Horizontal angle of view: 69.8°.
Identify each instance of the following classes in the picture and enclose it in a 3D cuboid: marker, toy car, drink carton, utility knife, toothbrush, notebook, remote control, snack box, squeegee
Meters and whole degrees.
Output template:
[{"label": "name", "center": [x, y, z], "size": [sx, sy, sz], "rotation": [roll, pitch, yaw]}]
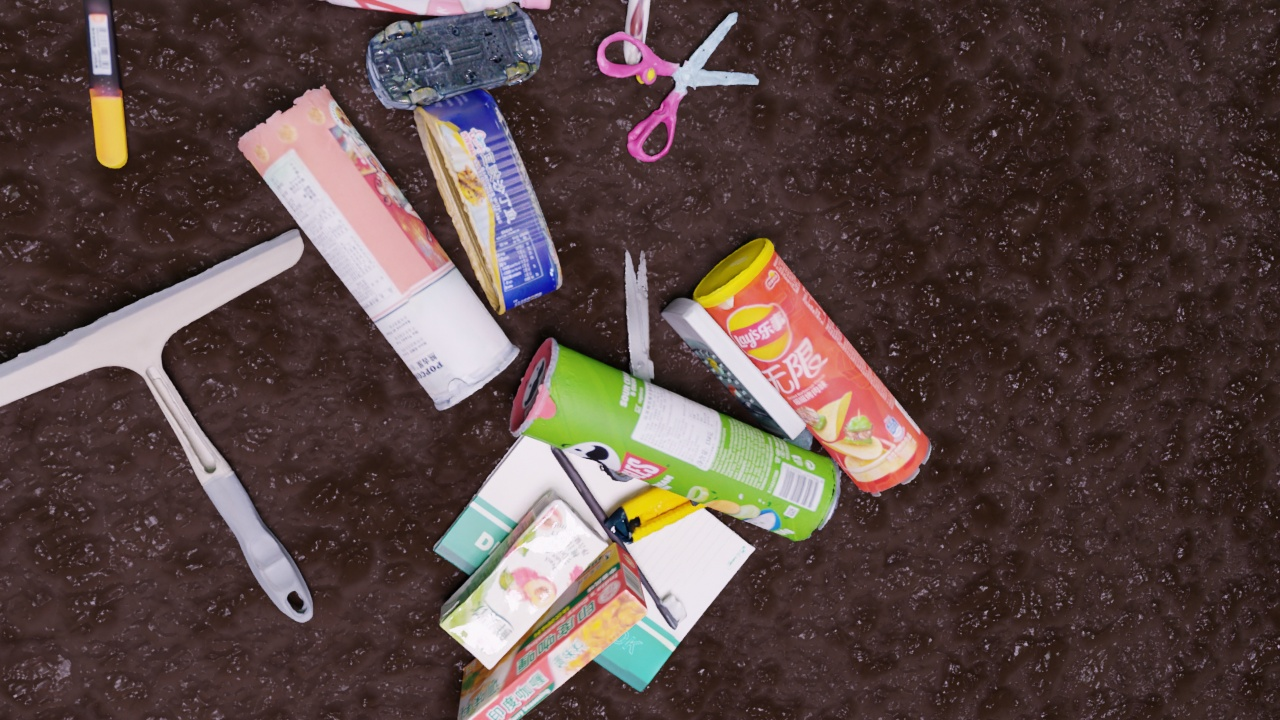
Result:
[{"label": "marker", "center": [-0.343, -0.186, 0.587], "size": [0.018, 0.015, 0.124], "rotation": [-5, 95, -16]}, {"label": "toy car", "center": [-0.127, -0.208, 0.631], "size": [0.120, 0.037, 0.054], "rotation": [-22, 95, -21]}, {"label": "drink carton", "center": [-0.086, 0.157, 0.667], "size": [0.053, 0.045, 0.122], "rotation": [44, 86, -11]}, {"label": "utility knife", "center": [0.061, 0.093, 0.714], "size": [0.196, 0.015, 0.033], "rotation": [-22, 104, -22]}, {"label": "toothbrush", "center": [-0.016, 0.134, 0.698], "size": [0.018, 0.016, 0.181], "rotation": [-38, 106, -14]}, {"label": "toothbrush", "center": [0.007, -0.306, 0.651], "size": [0.016, 0.017, 0.188], "rotation": [6, 104, -11]}, {"label": "notebook", "center": [-0.031, 0.145, 0.711], "size": [0.209, 0.012, 0.150], "rotation": [39, 86, -16]}, {"label": "remote control", "center": [0.069, 0.006, 0.698], "size": [0.019, 0.056, 0.135], "rotation": [-45, 106, -8]}, {"label": "snack box", "center": [-0.065, 0.203, 0.660], "size": [0.156, 0.077, 0.027], "rotation": [-40, 105, 4]}, {"label": "squeegee", "center": [-0.288, 0.074, 0.621], "size": [0.245, 0.039, 0.247], "rotation": [-33, 110, -27]}]

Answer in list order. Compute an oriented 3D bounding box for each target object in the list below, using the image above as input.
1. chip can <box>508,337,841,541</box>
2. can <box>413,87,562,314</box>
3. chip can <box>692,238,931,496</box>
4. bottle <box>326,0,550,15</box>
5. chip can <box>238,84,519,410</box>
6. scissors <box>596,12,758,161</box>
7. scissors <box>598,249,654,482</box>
[{"label": "chip can", "center": [0.028, 0.061, 0.657], "size": [0.236, 0.072, 0.072], "rotation": [23, 90, -17]}, {"label": "can", "center": [-0.103, -0.108, 0.629], "size": [0.049, 0.075, 0.148], "rotation": [-24, 103, -15]}, {"label": "chip can", "center": [0.135, 0.007, 0.708], "size": [0.073, 0.073, 0.216], "rotation": [-45, 106, -6]}, {"label": "bottle", "center": [-0.155, -0.260, 0.590], "size": [0.197, 0.068, 0.068], "rotation": [4, 95, -9]}, {"label": "chip can", "center": [-0.173, -0.072, 0.616], "size": [0.071, 0.071, 0.215], "rotation": [-37, 104, -8]}, {"label": "scissors", "center": [0.029, -0.202, 0.682], "size": [0.133, 0.017, 0.124], "rotation": [-4, 106, -23]}, {"label": "scissors", "center": [0.008, 0.007, 0.700], "size": [0.141, 0.014, 0.173], "rotation": [34, 78, -16]}]
